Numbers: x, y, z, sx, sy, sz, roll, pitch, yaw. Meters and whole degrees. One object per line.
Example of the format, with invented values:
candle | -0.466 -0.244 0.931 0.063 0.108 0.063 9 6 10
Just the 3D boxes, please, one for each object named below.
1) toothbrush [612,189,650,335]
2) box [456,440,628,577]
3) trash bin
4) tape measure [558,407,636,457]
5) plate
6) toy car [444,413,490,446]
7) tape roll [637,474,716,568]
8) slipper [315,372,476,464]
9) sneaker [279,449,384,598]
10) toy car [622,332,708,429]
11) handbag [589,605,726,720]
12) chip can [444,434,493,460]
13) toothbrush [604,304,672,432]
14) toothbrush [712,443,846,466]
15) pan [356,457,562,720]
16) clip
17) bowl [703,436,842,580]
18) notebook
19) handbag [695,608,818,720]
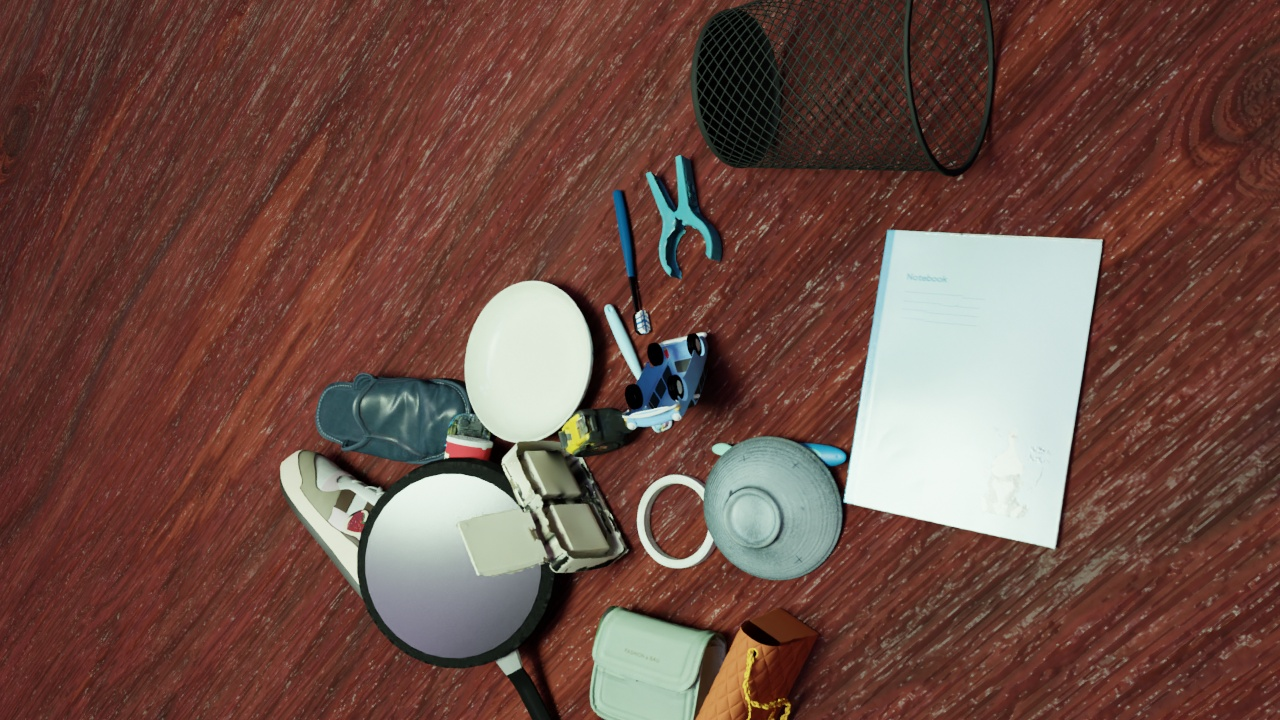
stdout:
toothbrush | -0.011 -0.108 0.990 0.014 0.014 0.167 -22 72 41
box | -0.110 0.149 0.924 0.044 0.184 0.143 -45 58 26
trash bin | 0.170 -0.248 0.798 0.211 0.183 0.184 5 87 39
tape measure | -0.047 0.074 0.958 0.073 0.071 0.042 -38 66 48
plate | -0.121 0.002 1.037 0.183 0.034 0.182 -5 82 33
toy car | -0.207 0.112 1.075 0.032 0.048 0.105 -154 74 -69
tape roll | 0.038 0.162 0.926 0.093 0.013 0.093 -4 82 33
slipper | -0.323 0.069 1.133 0.266 0.083 0.109 2 84 29
sneaker | -0.331 0.186 1.126 0.116 0.112 0.294 -46 59 -5
toy car | 0.029 0.022 0.882 0.056 0.153 0.055 -13 114 23
handbag | 0.014 0.304 0.893 0.122 0.067 0.106 5 85 34
chip can | -0.210 0.194 1.031 0.052 0.051 0.214 10 90 34
toothbrush | -0.006 0.006 0.972 0.022 0.016 0.155 -23 69 -5
toothbrush | 0.132 0.088 0.874 0.135 0.017 0.022 1 84 31
pan | -0.165 0.275 0.980 0.225 0.034 0.356 -30 84 6
clip | 0.058 -0.151 0.943 0.120 0.030 0.130 -3 84 38
bowl | 0.111 0.140 0.841 0.137 0.057 0.137 1 93 27
notebook | 0.279 0.016 0.787 0.181 0.009 0.253 8 88 34
handbag | 0.090 0.316 0.816 0.060 0.108 0.172 30 101 32
